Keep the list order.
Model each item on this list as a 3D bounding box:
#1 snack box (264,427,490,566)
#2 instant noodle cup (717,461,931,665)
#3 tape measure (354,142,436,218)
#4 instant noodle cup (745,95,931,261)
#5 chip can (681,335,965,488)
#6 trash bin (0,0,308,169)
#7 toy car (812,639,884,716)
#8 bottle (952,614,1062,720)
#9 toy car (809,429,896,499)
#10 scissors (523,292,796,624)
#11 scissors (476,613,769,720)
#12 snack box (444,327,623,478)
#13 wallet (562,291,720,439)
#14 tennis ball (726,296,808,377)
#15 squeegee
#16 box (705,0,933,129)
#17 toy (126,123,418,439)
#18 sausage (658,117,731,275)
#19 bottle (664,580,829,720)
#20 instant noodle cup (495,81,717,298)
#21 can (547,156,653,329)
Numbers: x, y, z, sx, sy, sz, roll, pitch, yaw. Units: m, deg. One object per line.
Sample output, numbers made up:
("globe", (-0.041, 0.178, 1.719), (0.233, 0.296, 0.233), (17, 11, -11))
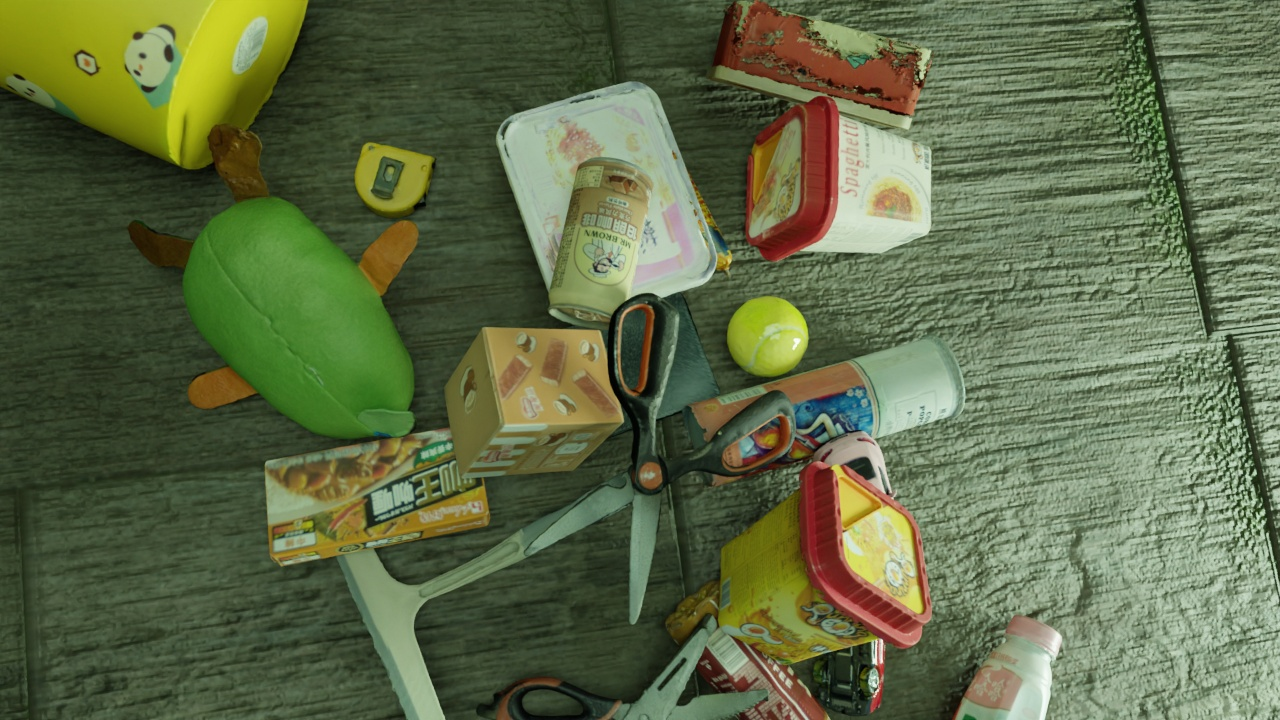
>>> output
("snack box", (-0.193, 0.098, 0.675), (0.153, 0.026, 0.075), (-10, 63, -11))
("instant noodle cup", (0.126, 0.155, 0.664), (0.116, 0.124, 0.115), (34, 38, -23))
("tape measure", (-0.198, -0.144, 0.733), (0.060, 0.029, 0.057), (13, 80, -6))
("instant noodle cup", (0.163, -0.139, 0.749), (0.124, 0.117, 0.116), (7, 80, -20))
("chip can", (0.144, 0.040, 0.733), (0.214, 0.071, 0.071), (-15, 84, -10))
("trash bin", (-0.391, -0.276, 0.633), (0.255, 0.230, 0.229), (29, 78, -9))
("toy car", (0.167, 0.214, 0.720), (0.045, 0.053, 0.120), (9, 81, -49))
("bottle", (0.274, 0.296, 0.717), (0.068, 0.068, 0.196), (32, 75, -3))
("toy car", (0.171, 0.109, 0.718), (0.056, 0.037, 0.122), (-22, 119, 1))
("scissors", (0.018, 0.062, 0.637), (0.233, 0.022, 0.221), (-10, 89, -25))
("scissors", (-0.016, 0.277, 0.677), (0.227, 0.015, 0.189), (2, 89, 9))
("snack box", (-0.080, 0.031, 0.668), (0.094, 0.093, 0.077), (0, 62, -31))
("wallet", (-0.004, 0.004, 0.745), (0.120, 0.019, 0.097), (-19, 84, -12))
("tennis ball", (0.102, -0.019, 0.738), (0.065, 0.065, 0.065), (1, 81, -8))
("squeegee", (-0.095, 0.140, 0.701), (0.246, 0.039, 0.246), (-26, 68, -18))
("box", (0.147, -0.251, 0.757), (0.168, 0.091, 0.080), (12, 105, -6))
("toy", (-0.256, -0.037, 0.671), (0.227, 0.089, 0.247), (-34, 99, 17))
("sausage", (0.036, -0.144, 0.770), (0.021, 0.021, 0.165), (-27, 86, -11))
("bottle", (0.093, 0.253, 0.700), (0.057, 0.057, 0.175), (-38, 88, -12))
("instant noodle cup", (-0.029, -0.123, 0.739), (0.138, 0.060, 0.173), (-19, 86, -11))
("can", (-0.029, -0.085, 0.672), (0.058, 0.058, 0.116), (13, 80, -6))
